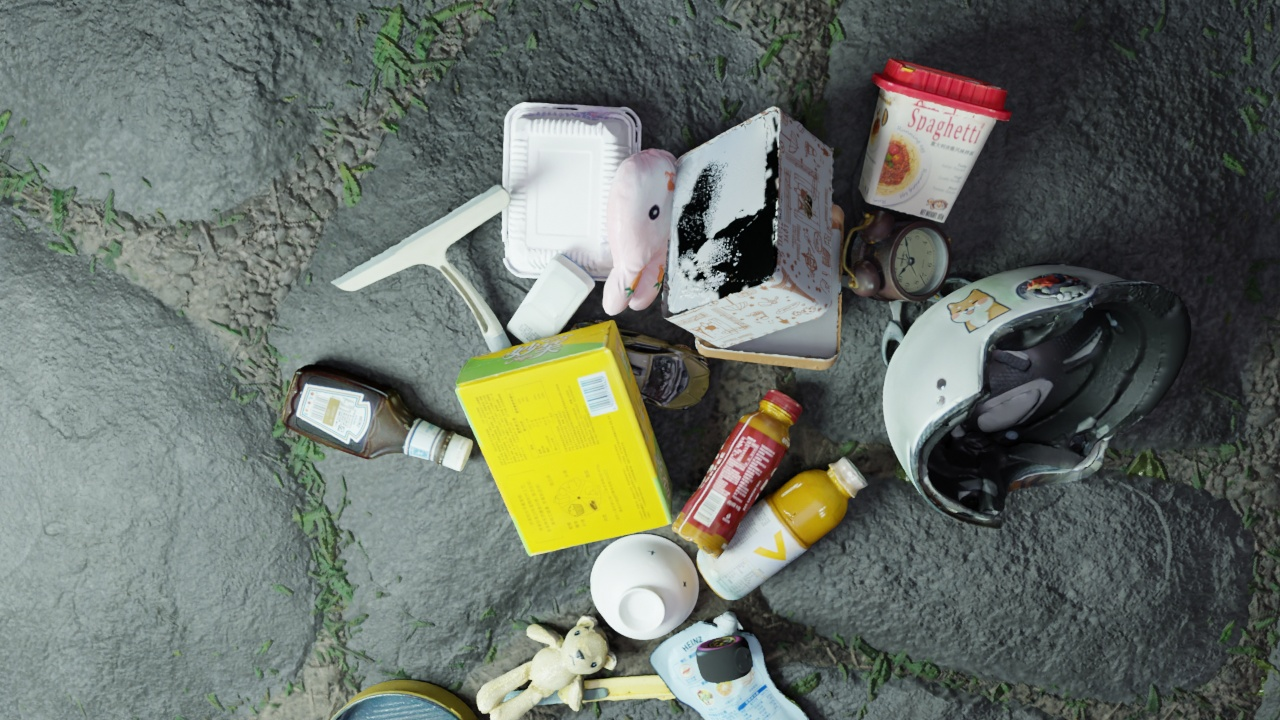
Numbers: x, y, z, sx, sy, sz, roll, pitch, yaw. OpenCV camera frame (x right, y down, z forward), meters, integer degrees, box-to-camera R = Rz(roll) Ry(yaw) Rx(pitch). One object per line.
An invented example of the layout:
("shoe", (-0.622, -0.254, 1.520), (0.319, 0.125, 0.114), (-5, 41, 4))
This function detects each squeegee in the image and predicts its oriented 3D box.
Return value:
("squeegee", (-0.156, -0.030, 0.935), (0.247, 0.039, 0.246), (-22, 109, 32))

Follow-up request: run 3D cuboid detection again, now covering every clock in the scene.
("clock", (0.234, -0.096, 0.857), (0.121, 0.055, 0.082), (8, 96, -28))

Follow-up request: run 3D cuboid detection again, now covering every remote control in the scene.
("remote control", (-0.091, -0.054, 0.907), (0.049, 0.024, 0.125), (39, 138, -2))

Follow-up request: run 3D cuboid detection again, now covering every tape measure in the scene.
("tape measure", (0.087, 0.310, 0.947), (0.058, 0.057, 0.039), (-12, 87, 0))

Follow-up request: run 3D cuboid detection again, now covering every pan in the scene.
("pan", (-0.344, 0.477, 1.031), (0.357, 0.078, 0.198), (-12, 99, 6))

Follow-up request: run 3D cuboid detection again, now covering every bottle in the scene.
("bottle", (0.146, 0.169, 0.939), (0.190, 0.068, 0.068), (-39, 96, 10))
("bottle", (-0.274, 0.067, 0.966), (0.195, 0.044, 0.080), (20, 102, 0))
("bottle", (0.101, 0.111, 0.920), (0.057, 0.057, 0.175), (34, 84, -2))

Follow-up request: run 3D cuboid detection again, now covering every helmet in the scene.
("helmet", (0.336, 0.010, 0.844), (0.274, 0.157, 0.230), (-34, 130, -4))

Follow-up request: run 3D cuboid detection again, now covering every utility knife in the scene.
("utility knife", (-0.049, 0.369, 1.023), (0.216, 0.022, 0.031), (-6, 94, 10))

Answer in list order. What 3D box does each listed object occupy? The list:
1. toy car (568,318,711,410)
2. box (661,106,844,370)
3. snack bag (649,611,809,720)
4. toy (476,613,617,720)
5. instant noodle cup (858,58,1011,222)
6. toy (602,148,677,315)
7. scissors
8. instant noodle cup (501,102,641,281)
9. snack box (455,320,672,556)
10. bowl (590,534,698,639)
("toy car", (-0.006, 0.005, 0.935), (0.158, 0.042, 0.070), (14, 102, -1))
("box", (0.121, -0.091, 0.836), (0.174, 0.152, 0.182), (24, 61, -36))
("snack bag", (0.103, 0.367, 0.997), (0.110, 0.038, 0.191), (-33, 94, 12))
("toy", (-0.103, 0.339, 0.992), (0.157, 0.066, 0.105), (-33, 80, 2))
("instant noodle cup", (0.260, -0.202, 0.844), (0.116, 0.116, 0.124), (14, 113, 1))
("toy", (0.003, -0.121, 0.875), (0.054, 0.121, 0.160), (18, 109, 27))
("scissors", (0.252, -0.062, 0.917), (0.179, 0.014, 0.159), (11, 99, 5))
("instant noodle cup", (-0.072, -0.164, 0.898), (0.138, 0.060, 0.173), (4, 100, 4))
("snack box", (-0.070, 0.080, 0.909), (0.158, 0.070, 0.210), (-15, 116, 10))
("bowl", (0.002, 0.250, 0.968), (0.118, 0.064, 0.118), (1, 100, 5))
